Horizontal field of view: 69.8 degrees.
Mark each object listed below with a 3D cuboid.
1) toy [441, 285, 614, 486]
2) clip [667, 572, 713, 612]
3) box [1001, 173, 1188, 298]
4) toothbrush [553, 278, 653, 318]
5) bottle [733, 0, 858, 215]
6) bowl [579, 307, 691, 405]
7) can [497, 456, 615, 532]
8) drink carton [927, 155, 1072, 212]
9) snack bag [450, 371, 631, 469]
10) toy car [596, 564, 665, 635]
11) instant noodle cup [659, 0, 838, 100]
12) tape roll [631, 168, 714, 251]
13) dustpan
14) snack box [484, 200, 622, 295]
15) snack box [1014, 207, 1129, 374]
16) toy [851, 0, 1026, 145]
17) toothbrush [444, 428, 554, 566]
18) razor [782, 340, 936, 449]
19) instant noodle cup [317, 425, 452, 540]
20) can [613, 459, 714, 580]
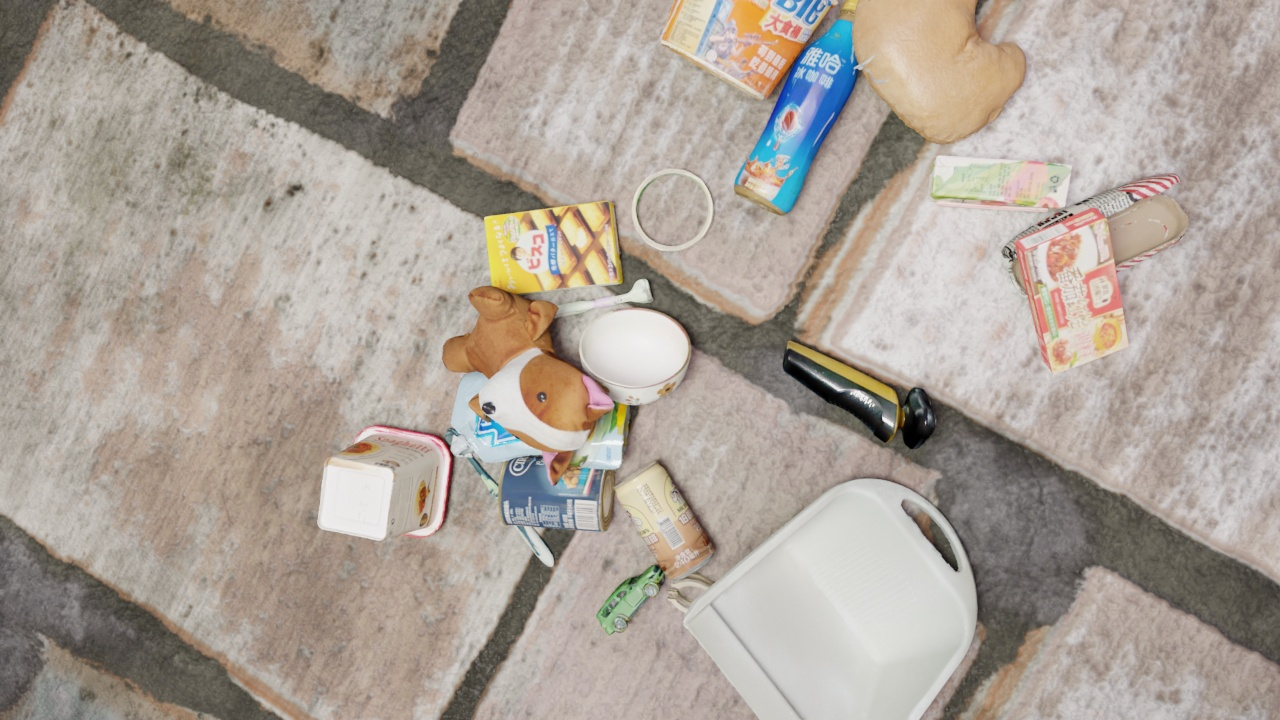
[{"bbox_3d":[-0.114,0.018,0.907,0.199,0.130,0.140,51,130,21],"label":"toy"},{"bbox_3d":[0.078,0.252,0.966,0.100,0.034,0.072,12,94,1],"label":"clip"},{"bbox_3d":[0.421,-0.125,0.856,0.163,0.088,0.076,-25,56,15],"label":"box"},{"bbox_3d":[-0.080,-0.056,0.986,0.190,0.020,0.029,-11,123,12],"label":"toothbrush"},{"bbox_3d":[0.168,-0.253,0.908,0.065,0.065,0.219,28,97,8],"label":"bottle"},{"bbox_3d":[-0.006,0.005,0.943,0.113,0.113,0.062,11,136,10],"label":"bowl"},{"bbox_3d":[-0.086,0.140,0.967,0.111,0.075,0.075,3,93,10],"label":"can"},{"bbox_3d":[0.343,-0.168,0.885,0.122,0.053,0.045,6,94,11],"label":"drink carton"},{"bbox_3d":[-0.107,0.061,0.970,0.191,0.039,0.110,4,66,7],"label":"snack bag"},{"bbox_3d":[-0.009,0.252,0.974,0.036,0.043,0.091,45,99,6],"label":"toy car"},{"bbox_3d":[0.096,-0.328,0.882,0.151,0.151,0.111,31,106,7],"label":"instant noodle cup"},{"bbox_3d":[0.034,-0.158,0.962,0.086,0.014,0.086,1,93,11],"label":"tape roll"},{"bbox_3d":[0.206,0.234,0.861,0.222,0.257,0.143,51,123,5],"label":"dustpan"},{"bbox_3d":[-0.093,-0.118,0.978,0.140,0.033,0.087,-5,91,12],"label":"snack box"},{"bbox_3d":[0.402,-0.061,0.852,0.075,0.025,0.153,-22,123,11],"label":"snack box"},{"bbox_3d":[0.263,-0.312,0.862,0.143,0.082,0.226,-38,100,-10],"label":"toy"},{"bbox_3d":[-0.156,0.151,1.009,0.016,0.018,0.191,-39,85,10],"label":"toothbrush"},{"bbox_3d":[0.217,0.029,0.923,0.167,0.062,0.067,30,67,13],"label":"razor"},{"bbox_3d":[-0.275,0.136,0.977,0.116,0.124,0.116,9,95,10],"label":"instant noodle cup"},{"bbox_3d":[0.025,0.167,0.956,0.058,0.058,0.116,-33,86,10],"label":"can"}]
